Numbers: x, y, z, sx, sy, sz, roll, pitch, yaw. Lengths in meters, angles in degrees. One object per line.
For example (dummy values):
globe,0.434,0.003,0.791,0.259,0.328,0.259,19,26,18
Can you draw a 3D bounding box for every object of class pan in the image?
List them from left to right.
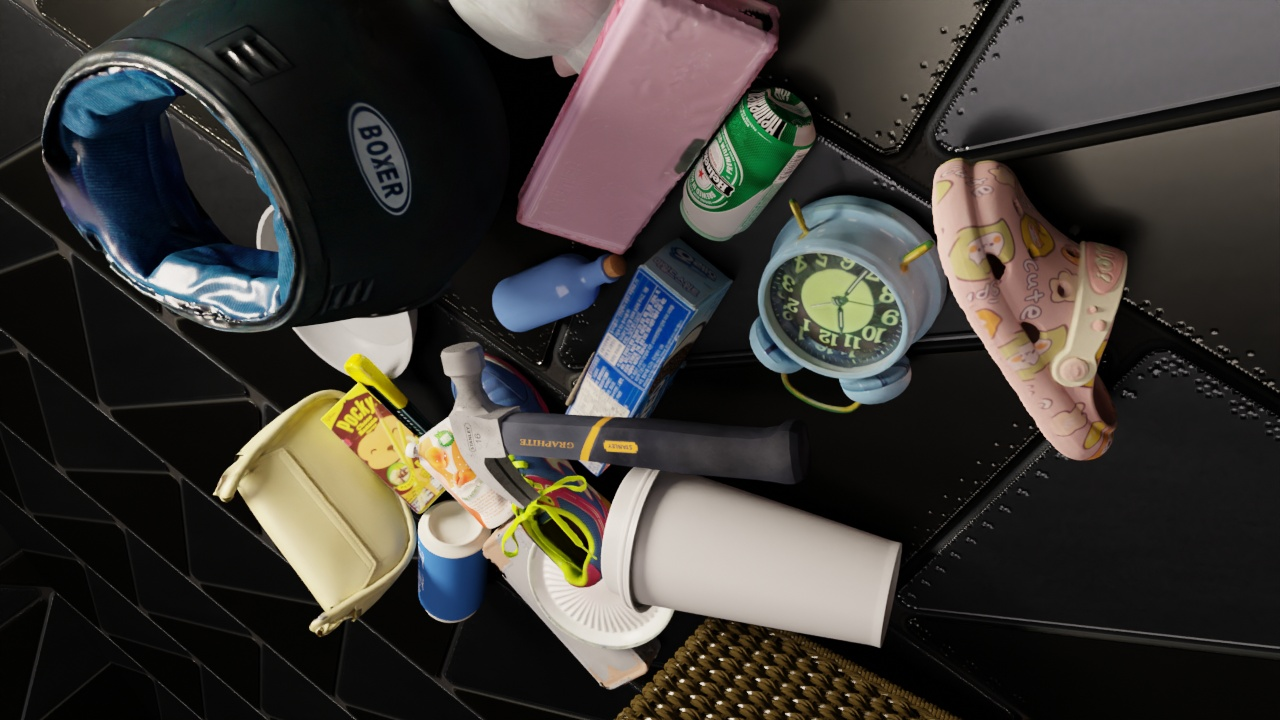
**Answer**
pan,-0.363,-0.088,0.938,0.357,0.050,0.201,16,130,27

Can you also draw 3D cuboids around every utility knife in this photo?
utility knife,-0.226,0.071,0.951,0.029,0.020,0.213,-9,131,42

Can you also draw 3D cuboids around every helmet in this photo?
helmet,-0.238,-0.153,0.664,0.317,0.235,0.249,3,123,37

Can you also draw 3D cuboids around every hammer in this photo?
hammer,-0.020,0.056,0.710,0.313,0.035,0.139,1,109,31

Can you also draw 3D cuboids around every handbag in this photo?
handbag,-0.344,0.164,1.011,0.233,0.190,0.089,54,134,2

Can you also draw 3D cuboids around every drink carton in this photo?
drink carton,-0.180,0.117,0.950,0.069,0.038,0.122,-35,107,22

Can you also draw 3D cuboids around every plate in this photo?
plate,-0.038,0.220,0.920,0.157,0.014,0.157,5,109,14

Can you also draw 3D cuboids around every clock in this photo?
clock,0.133,-0.031,0.608,0.118,0.059,0.162,20,135,22

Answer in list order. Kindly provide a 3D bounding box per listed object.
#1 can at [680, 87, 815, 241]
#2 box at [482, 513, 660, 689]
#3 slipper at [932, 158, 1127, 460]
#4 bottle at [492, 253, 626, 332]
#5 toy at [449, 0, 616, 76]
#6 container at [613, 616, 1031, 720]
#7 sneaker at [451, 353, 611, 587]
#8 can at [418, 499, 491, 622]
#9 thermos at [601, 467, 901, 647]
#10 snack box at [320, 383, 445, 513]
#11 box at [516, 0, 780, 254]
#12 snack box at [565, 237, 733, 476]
can,0.068,-0.125,0.589,0.053,0.053,0.101,42,136,3
box,-0.073,0.252,0.979,0.081,0.062,0.216,-36,97,35
slipper,0.234,-0.032,0.515,0.082,0.093,0.197,-24,106,33
bottle,-0.062,-0.060,0.739,0.131,0.047,0.048,-16,111,43
toy,-0.046,-0.228,0.573,0.179,0.101,0.139,36,154,-22
container,0.159,0.350,0.767,0.321,0.204,0.177,24,133,20
sneaker,-0.101,0.099,0.841,0.116,0.090,0.242,-37,90,29
can,-0.213,0.229,1.045,0.079,0.078,0.146,28,134,17
thermos,0.091,0.161,0.746,0.222,0.131,0.132,11,127,21
snack box,-0.272,0.095,1.000,0.149,0.061,0.026,44,170,0
box,-0.006,-0.151,0.592,0.098,0.037,0.234,15,149,-17
snack box,-0.004,0.004,0.737,0.059,0.059,0.227,39,135,10
